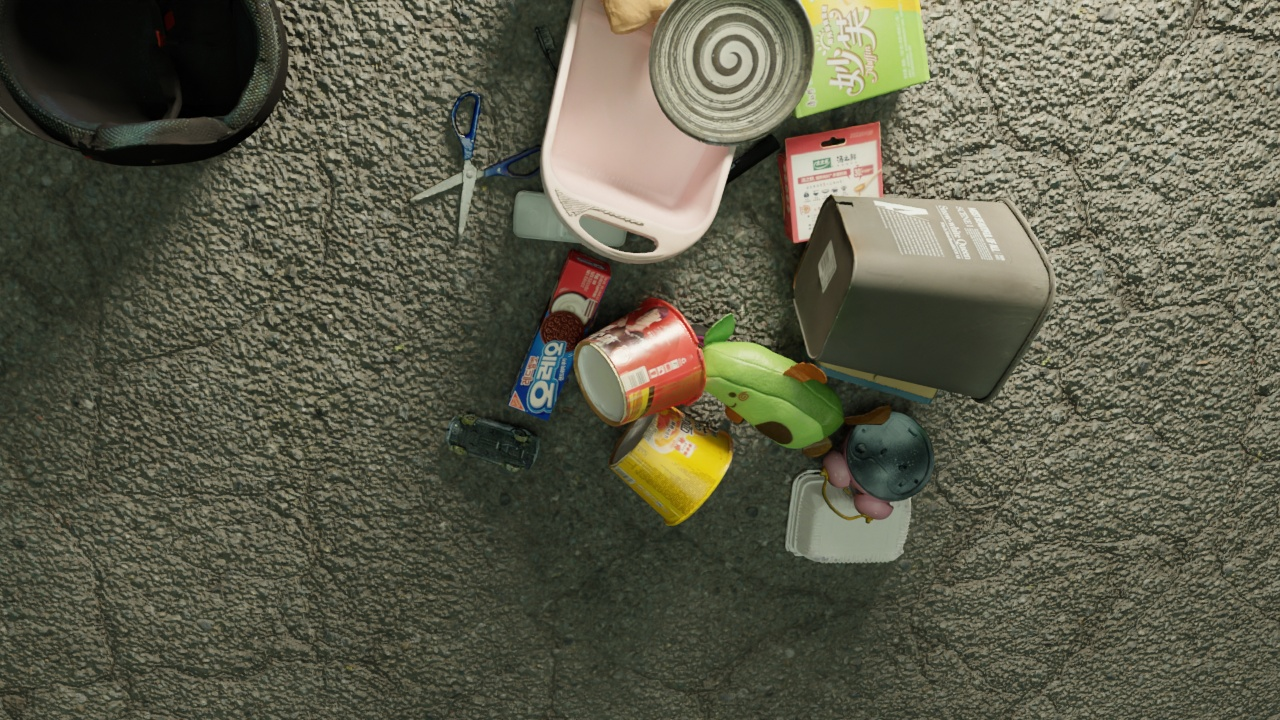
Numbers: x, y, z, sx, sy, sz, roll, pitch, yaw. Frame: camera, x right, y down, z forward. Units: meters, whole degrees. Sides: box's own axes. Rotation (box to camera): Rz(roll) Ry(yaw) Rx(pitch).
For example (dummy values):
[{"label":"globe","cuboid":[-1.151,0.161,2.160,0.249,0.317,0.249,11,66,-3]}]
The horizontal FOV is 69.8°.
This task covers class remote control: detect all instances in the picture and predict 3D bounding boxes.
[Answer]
[{"label":"remote control","cuboid":[-0.082,-0.168,1.087,0.136,0.020,0.056,4,113,-8]}]

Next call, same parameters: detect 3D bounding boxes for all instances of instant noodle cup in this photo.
[{"label":"instant noodle cup","cuboid":[0.295,0.222,1.267,0.173,0.060,0.138,0,112,-8]},{"label":"instant noodle cup","cuboid":[-0.006,0.006,1.085,0.108,0.138,0.138,-24,116,-29]},{"label":"instant noodle cup","cuboid":[0.033,0.123,1.164,0.110,0.138,0.138,38,104,-9]}]

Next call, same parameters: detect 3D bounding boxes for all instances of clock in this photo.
[{"label":"clock","cuboid":[0.306,0.141,1.203,0.117,0.060,0.158,45,78,5]}]

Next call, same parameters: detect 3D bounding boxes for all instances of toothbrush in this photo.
[{"label":"toothbrush","cuboid":[-0.072,-0.289,1.042,0.017,0.014,0.189,-22,114,10]}]

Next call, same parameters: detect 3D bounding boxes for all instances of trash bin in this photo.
[{"label":"trash bin","cuboid":[0.309,-0.083,1.049,0.219,0.198,0.199,7,131,-10]}]

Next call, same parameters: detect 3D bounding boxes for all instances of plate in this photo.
[{"label":"plate","cuboid":[0.095,-0.317,0.970,0.179,0.024,0.180,-4,118,-7]}]

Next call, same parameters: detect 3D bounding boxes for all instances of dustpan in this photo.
[{"label":"dustpan","cuboid":[0.010,-0.251,0.990,0.222,0.138,0.274,14,109,-15]}]

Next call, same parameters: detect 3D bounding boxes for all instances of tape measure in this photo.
[{"label":"tape measure","cuboid":[0.068,-0.017,1.155,0.058,0.039,0.057,13,110,-6]}]

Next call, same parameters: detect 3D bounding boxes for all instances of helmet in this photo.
[{"label":"helmet","cuboid":[-0.478,-0.302,0.879,0.274,0.230,0.233,0,97,-7]}]

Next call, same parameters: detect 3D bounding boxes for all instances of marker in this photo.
[{"label":"marker","cuboid":[0.107,-0.221,1.086,0.132,0.020,0.022,-35,119,9]}]

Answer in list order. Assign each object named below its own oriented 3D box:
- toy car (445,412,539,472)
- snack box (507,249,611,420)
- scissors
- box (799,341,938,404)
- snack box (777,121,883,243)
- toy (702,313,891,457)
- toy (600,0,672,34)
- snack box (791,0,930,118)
[{"label":"toy car","cuboid":[-0.190,0.104,1.180,0.120,0.036,0.054,16,111,-2]},{"label":"snack box","cuboid":[-0.099,-0.029,1.123,0.058,0.057,0.208,21,109,-11]},{"label":"scissors","cuboid":[-0.188,-0.225,1.057,0.162,0.012,0.176,-3,113,-5]},{"label":"box","cuboid":[0.288,-0.005,1.157,0.184,0.089,0.059,14,111,-9]},{"label":"snack box","cuboid":[0.225,-0.213,1.088,0.113,0.044,0.127,-10,114,-1]},{"label":"toy","cuboid":[0.168,0.046,1.121,0.246,0.089,0.228,28,150,-13]},{"label":"toy","cuboid":[-0.004,-0.405,0.958,0.226,0.082,0.143,31,87,-17]},{"label":"snack box","cuboid":[0.217,-0.389,1.001,0.157,0.070,0.210,-16,113,0]}]
